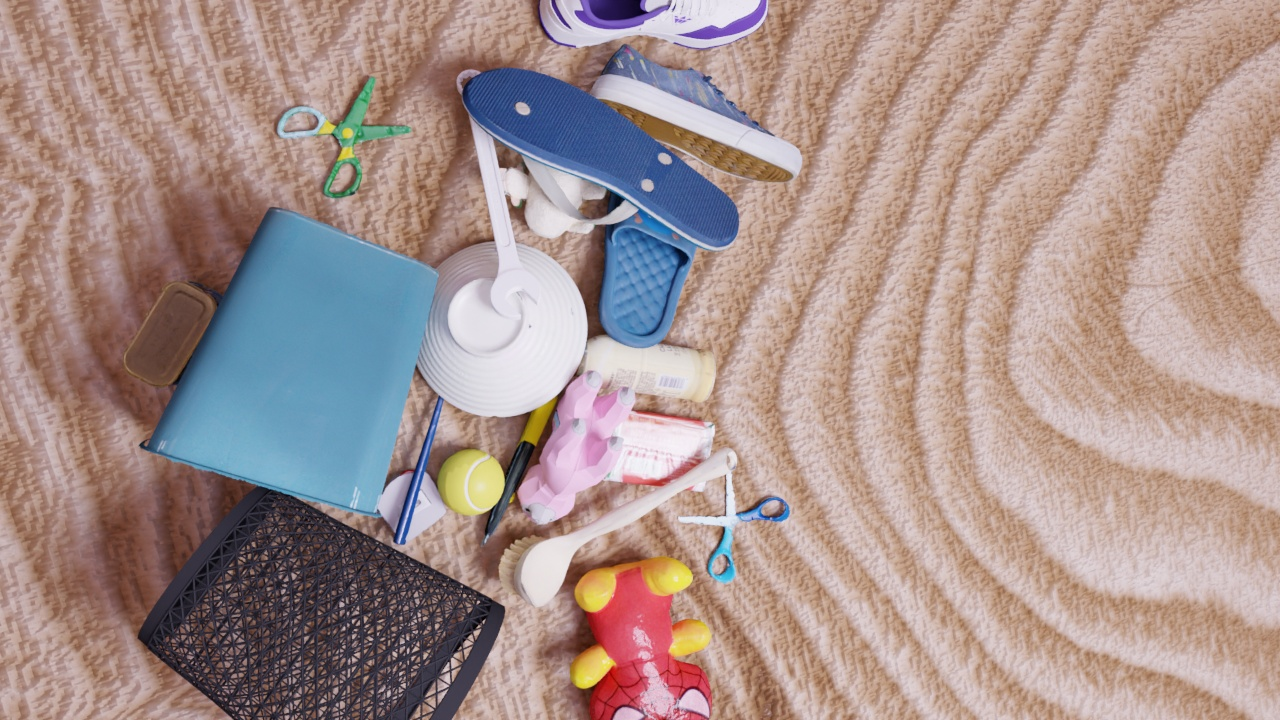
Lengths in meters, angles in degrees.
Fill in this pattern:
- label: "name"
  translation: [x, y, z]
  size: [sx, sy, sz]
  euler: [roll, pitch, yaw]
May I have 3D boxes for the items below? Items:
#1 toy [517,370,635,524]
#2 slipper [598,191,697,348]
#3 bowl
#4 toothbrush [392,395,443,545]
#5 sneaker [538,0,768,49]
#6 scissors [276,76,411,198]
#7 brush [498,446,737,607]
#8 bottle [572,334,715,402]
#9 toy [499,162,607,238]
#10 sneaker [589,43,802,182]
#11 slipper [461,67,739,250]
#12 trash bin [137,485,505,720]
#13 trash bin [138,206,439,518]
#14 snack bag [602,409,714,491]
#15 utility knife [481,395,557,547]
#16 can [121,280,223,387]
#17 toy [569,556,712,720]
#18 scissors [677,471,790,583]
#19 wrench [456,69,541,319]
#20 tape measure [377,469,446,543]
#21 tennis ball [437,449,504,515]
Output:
- label: "toy"
  translation: [-0.068, 0.090, 0.914]
  size: [0.067, 0.158, 0.123]
  euler: [26, 46, -14]
- label: "slipper"
  translation: [0.014, -0.116, 0.937]
  size: [0.103, 0.059, 0.213]
  euler: [14, 75, -18]
- label: "bowl"
  translation: [-0.141, -0.036, 0.880]
  size: [0.177, 0.071, 0.177]
  euler: [0, 83, 0]
- label: "toothbrush"
  translation: [-0.208, 0.089, 0.907]
  size: [0.017, 0.016, 0.189]
  euler: [19, 77, -19]
- label: "sneaker"
  translation: [0.025, -0.369, 0.915]
  size: [0.244, 0.111, 0.092]
  euler: [-9, 94, -14]
- label: "scissors"
  translation: [-0.291, -0.221, 0.890]
  size: [0.127, 0.011, 0.125]
  euler: [23, 88, -15]
- label: "brush"
  translation: [-0.020, 0.160, 0.928]
  size: [0.272, 0.077, 0.062]
  euler: [-29, 130, -11]
- label: "bottle"
  translation: [-0.006, 0.006, 0.951]
  size: [0.162, 0.056, 0.056]
  euler: [9, 90, -15]
- label: "toy"
  translation: [-0.091, -0.167, 0.925]
  size: [0.112, 0.050, 0.087]
  euler: [11, 84, -10]
- label: "sneaker"
  translation: [0.066, -0.257, 0.948]
  size: [0.235, 0.087, 0.079]
  euler: [20, 81, -12]
- label: "slipper"
  translation: [-0.037, -0.189, 0.895]
  size: [0.295, 0.060, 0.118]
  euler: [29, 53, -8]
- label: "trash bin"
  translation: [-0.284, 0.245, 0.819]
  size: [0.243, 0.217, 0.216]
  euler: [36, 83, -7]
- label: "trash bin"
  translation: [-0.293, 0.002, 0.812]
  size: [0.199, 0.197, 0.218]
  euler: [21, 81, -20]
- label: "snack bag"
  translation: [0.017, 0.095, 0.972]
  size: [0.116, 0.036, 0.077]
  euler: [9, 89, -15]
- label: "utility knife"
  translation: [-0.127, 0.112, 0.939]
  size: [0.020, 0.029, 0.174]
  euler: [25, 87, -9]
- label: "can"
  translation: [-0.424, -0.025, 0.838]
  size: [0.054, 0.059, 0.099]
  euler: [30, 84, -14]
- label: "toy"
  translation: [0.002, 0.313, 0.946]
  size: [0.147, 0.099, 0.216]
  euler: [-9, 93, -3]
- label: "scissors"
  translation: [0.105, 0.180, 1.012]
  size: [0.133, 0.014, 0.127]
  euler: [-5, 90, -10]
- label: "wrench"
  translation: [-0.140, -0.164, 0.876]
  size: [0.047, 0.009, 0.273]
  euler: [-10, 71, -12]
- label: "tape measure"
  translation: [-0.230, 0.143, 0.916]
  size: [0.062, 0.020, 0.060]
  euler: [-34, 100, -11]
- label: "tennis ball"
  translation: [-0.168, 0.121, 0.908]
  size: [0.065, 0.065, 0.065]
  euler: [-1, 92, -15]
